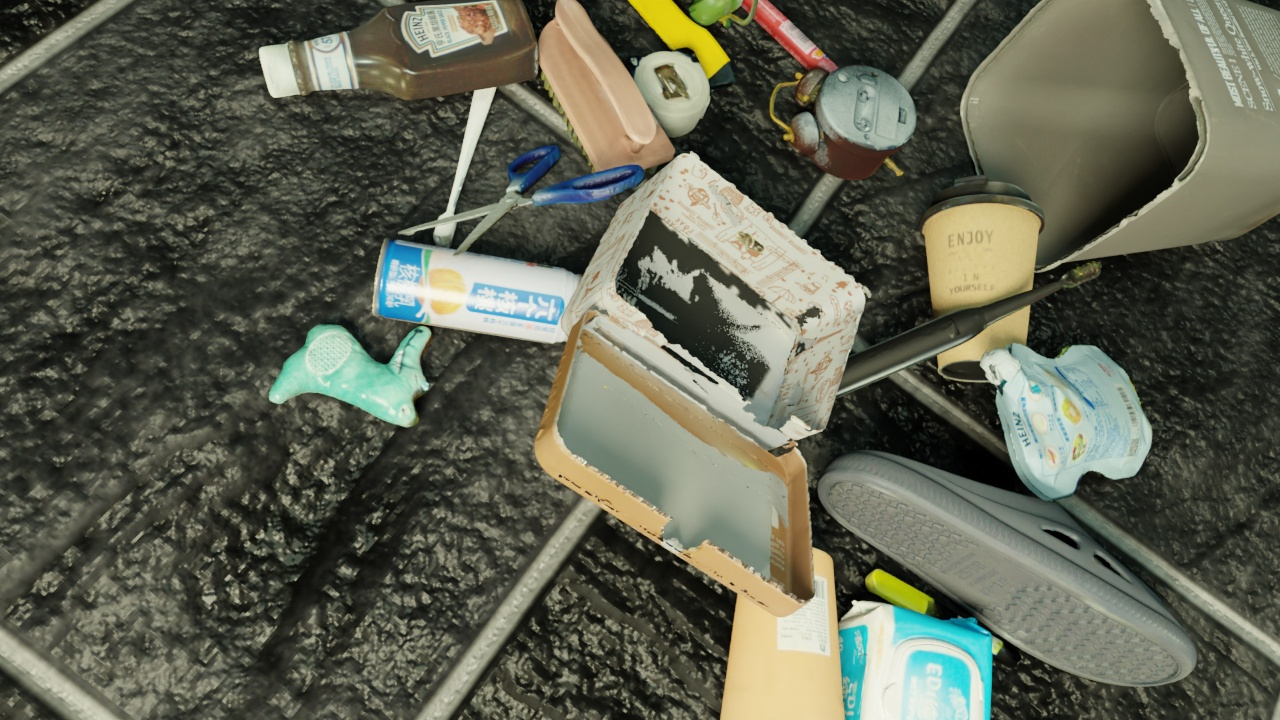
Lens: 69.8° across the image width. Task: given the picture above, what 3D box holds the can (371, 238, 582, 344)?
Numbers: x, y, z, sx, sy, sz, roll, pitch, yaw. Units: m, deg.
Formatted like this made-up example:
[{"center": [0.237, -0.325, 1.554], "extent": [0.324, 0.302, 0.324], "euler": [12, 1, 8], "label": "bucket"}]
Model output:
[{"center": [-0.109, -0.046, 0.624], "extent": [0.134, 0.053, 0.053], "euler": [9, 67, -10], "label": "can"}]

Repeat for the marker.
[{"center": [0.210, 0.180, 0.634], "extent": [0.124, 0.015, 0.018], "euler": [30, 48, -4], "label": "marker"}]

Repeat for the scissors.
[{"center": [-0.080, -0.114, 0.633], "extent": [0.176, 0.012, 0.162], "euler": [-11, 33, 5], "label": "scissors"}]

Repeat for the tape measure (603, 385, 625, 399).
[{"center": [-0.004, 0.004, 0.643], "extent": [0.057, 0.029, 0.060], "euler": [7, 69, -11], "label": "tape measure"}]

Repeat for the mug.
[{"center": [0.090, 0.181, 0.573], "extent": [0.078, 0.078, 0.122], "euler": [11, 62, -9], "label": "mug"}]

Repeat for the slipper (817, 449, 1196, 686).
[{"center": [0.252, 0.123, 0.617], "extent": [0.268, 0.111, 0.083], "euler": [31, 62, 3], "label": "slipper"}]

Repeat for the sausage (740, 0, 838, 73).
[{"center": [0.129, -0.280, 0.794], "extent": [0.020, 0.020, 0.156], "euler": [-41, 83, -24], "label": "sausage"}]

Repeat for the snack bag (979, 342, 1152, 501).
[{"center": [0.307, 0.039, 0.658], "extent": [0.190, 0.039, 0.110], "euler": [-1, 78, -42], "label": "snack bag"}]

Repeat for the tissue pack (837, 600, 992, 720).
[{"center": [0.171, 0.225, 0.579], "extent": [0.090, 0.063, 0.139], "euler": [16, 66, -7], "label": "tissue pack"}]

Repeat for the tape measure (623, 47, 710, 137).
[{"center": [0.022, -0.214, 0.734], "extent": [0.065, 0.034, 0.066], "euler": [-19, 74, -18], "label": "tape measure"}]

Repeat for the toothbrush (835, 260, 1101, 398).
[{"center": [0.223, -0.022, 0.654], "extent": [0.213, 0.027, 0.026], "euler": [-24, 70, 10], "label": "toothbrush"}]

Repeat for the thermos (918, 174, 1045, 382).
[{"center": [0.261, -0.060, 0.705], "extent": [0.093, 0.093, 0.143], "euler": [10, 74, -10], "label": "thermos"}]

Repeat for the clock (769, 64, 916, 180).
[{"center": [0.165, -0.197, 0.750], "extent": [0.122, 0.055, 0.082], "euler": [16, 67, -6], "label": "clock"}]

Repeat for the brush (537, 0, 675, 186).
[{"center": [-0.032, -0.205, 0.696], "extent": [0.063, 0.073, 0.145], "euler": [-22, 74, -20], "label": "brush"}]

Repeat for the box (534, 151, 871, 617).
[{"center": [0.038, 0.010, 0.572], "extent": [0.178, 0.107, 0.271], "euler": [34, 45, -17], "label": "box"}]

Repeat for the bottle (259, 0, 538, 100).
[{"center": [-0.177, -0.228, 0.680], "extent": [0.194, 0.044, 0.079], "euler": [-13, 62, -13], "label": "bottle"}]

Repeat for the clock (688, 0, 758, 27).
[{"center": [0.046, -0.343, 0.748], "extent": [0.056, 0.116, 0.161], "euler": [-35, 77, -12], "label": "clock"}]

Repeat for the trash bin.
[{"center": [0.423, -0.190, 0.742], "extent": [0.219, 0.199, 0.198], "euler": [-3, 69, -21], "label": "trash bin"}]

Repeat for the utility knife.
[{"center": [0.027, -0.284, 0.769], "extent": [0.033, 0.015, 0.154], "euler": [-40, 81, 7], "label": "utility knife"}]

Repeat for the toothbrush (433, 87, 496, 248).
[{"center": [-0.128, -0.159, 0.687], "extent": [0.016, 0.016, 0.179], "euler": [12, 64, -6], "label": "toothbrush"}]

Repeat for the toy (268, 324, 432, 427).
[{"center": [-0.180, 0.007, 0.601], "extent": [0.092, 0.030, 0.096], "euler": [28, 57, -7], "label": "toy"}]
